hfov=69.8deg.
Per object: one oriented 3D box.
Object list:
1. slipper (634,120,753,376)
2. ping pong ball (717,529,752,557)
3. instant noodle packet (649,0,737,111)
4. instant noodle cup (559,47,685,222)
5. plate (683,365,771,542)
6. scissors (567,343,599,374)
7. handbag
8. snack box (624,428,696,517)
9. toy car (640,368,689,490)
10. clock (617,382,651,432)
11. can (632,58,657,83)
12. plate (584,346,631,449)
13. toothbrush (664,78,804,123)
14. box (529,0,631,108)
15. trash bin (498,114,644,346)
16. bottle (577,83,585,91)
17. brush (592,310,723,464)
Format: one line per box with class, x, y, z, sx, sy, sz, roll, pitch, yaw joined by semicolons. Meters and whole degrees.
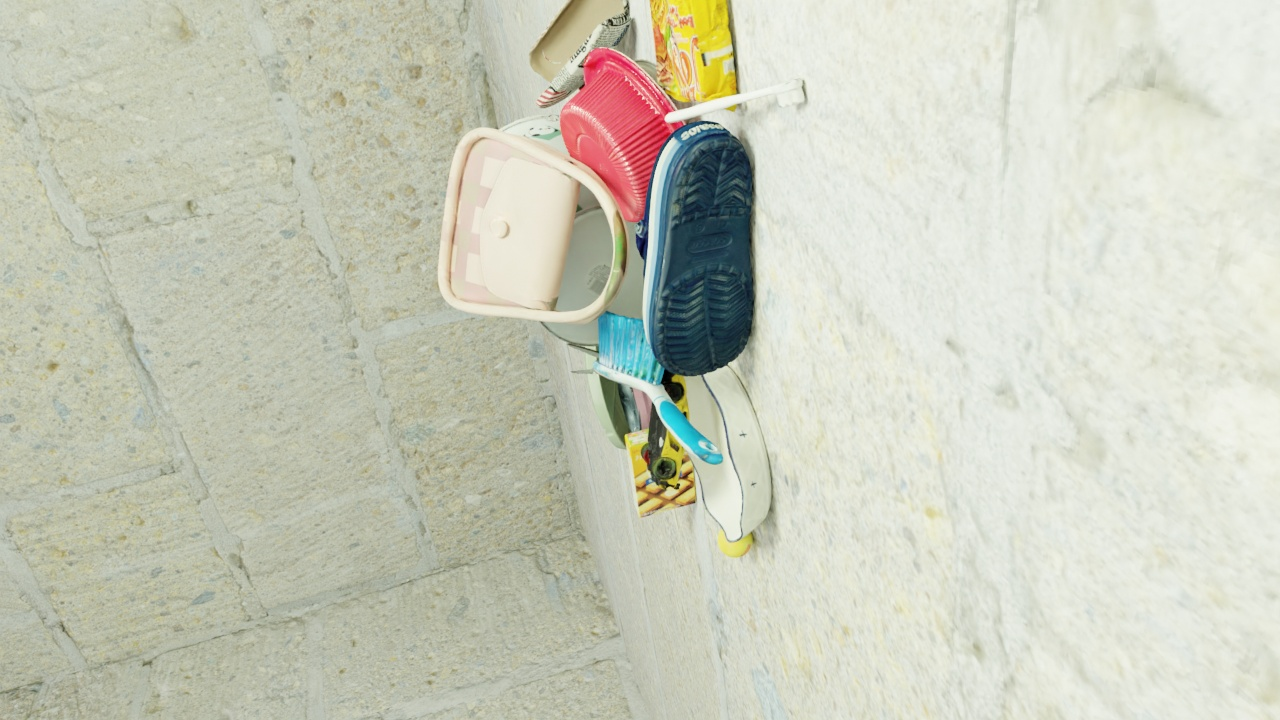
slipper;0.040;-0.095;0.815;0.095;0.105;0.253;-125;24;-45
ping pong ball;0.109;0.206;1.054;0.040;0.040;0.040;165;91;-80
instant noodle packet;0.042;-0.263;0.758;0.128;0.044;0.111;-126;19;-64
instant noodle cup;-0.017;-0.208;0.914;0.194;0.065;0.194;47;165;17
plate;0.089;0.091;0.991;0.205;0.045;0.205;166;91;-80
scissors;-0.004;0.010;1.132;0.160;0.181;0.014;-31;38;46
handbag;-0.098;-0.123;0.933;0.234;0.093;0.193;23;109;36
snack box;0.029;0.153;1.287;0.033;0.087;0.141;-116;16;-54
toy car;0.030;0.068;1.016;0.071;0.041;0.156;-139;52;-72
clock;0.008;0.066;1.368;0.159;0.059;0.117;91;161;-52
can;-0.006;-0.264;0.989;0.135;0.053;0.053;111;144;-73
plate;-0.043;0.032;1.445;0.230;0.027;0.230;-11;-91;-78
toothbrush;0.065;-0.190;0.689;0.180;0.016;0.016;14;125;61
box;-0.075;-0.350;1.036;0.163;0.076;0.087;-32;33;45
trash bin;-0.086;-0.158;1.144;0.252;0.229;0.230;-127;23;-51
bottle;-0.050;-0.337;1.113;0.058;0.057;0.174;90;162;-56
brush;0.017;0.017;0.934;0.315;0.060;0.109;20;96;65
